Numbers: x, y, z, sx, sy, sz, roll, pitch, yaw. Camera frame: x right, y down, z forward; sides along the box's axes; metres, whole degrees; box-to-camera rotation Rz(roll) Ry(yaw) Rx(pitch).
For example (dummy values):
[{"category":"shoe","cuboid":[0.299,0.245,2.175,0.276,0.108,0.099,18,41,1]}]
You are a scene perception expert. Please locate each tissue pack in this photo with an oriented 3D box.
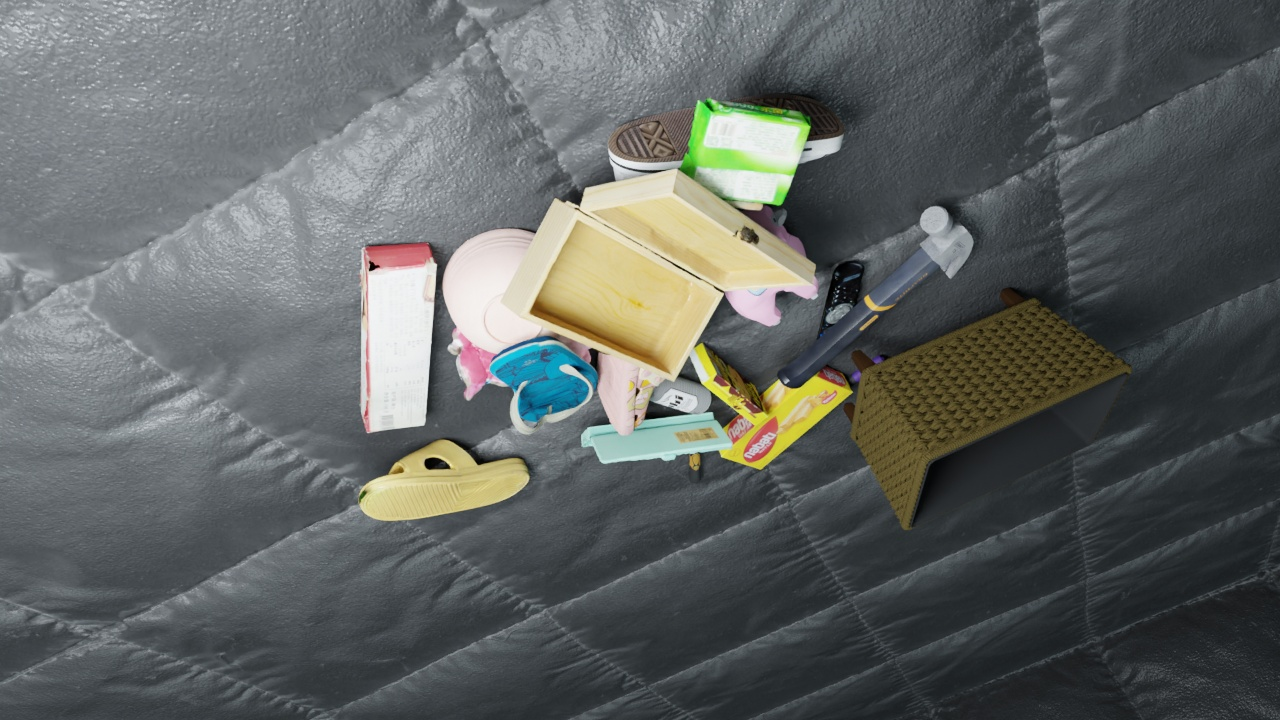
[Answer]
[{"category":"tissue pack","cuboid":[0.099,-0.197,0.880,0.114,0.034,0.100,3,132,-16]}]

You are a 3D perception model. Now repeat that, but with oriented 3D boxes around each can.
[{"category":"can","cuboid":[0.047,0.043,1.261,0.106,0.044,0.044,19,128,-36]}]

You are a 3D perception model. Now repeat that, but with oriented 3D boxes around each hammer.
[{"category":"hammer","cuboid":[0.302,-0.070,1.214,0.313,0.035,0.139,-44,146,22]}]

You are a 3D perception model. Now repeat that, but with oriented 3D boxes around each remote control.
[{"category":"remote control","cuboid":[0.265,-0.076,1.227,0.045,0.021,0.141,-18,145,-13]}]

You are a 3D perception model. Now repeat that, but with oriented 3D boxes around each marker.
[{"category":"marker","cuboid":[0.310,0.036,1.373,0.134,0.015,0.018,-39,105,23]}]

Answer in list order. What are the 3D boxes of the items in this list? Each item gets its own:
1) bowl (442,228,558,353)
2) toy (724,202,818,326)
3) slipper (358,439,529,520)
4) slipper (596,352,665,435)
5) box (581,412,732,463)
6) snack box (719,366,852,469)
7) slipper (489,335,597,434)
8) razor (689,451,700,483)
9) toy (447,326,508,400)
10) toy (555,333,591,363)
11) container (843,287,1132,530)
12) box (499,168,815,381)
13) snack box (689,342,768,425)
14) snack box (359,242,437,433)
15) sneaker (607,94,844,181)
[{"category":"bowl","cuboid":[-0.143,-0.063,1.018,0.153,0.076,0.153,-5,126,-7]},{"category":"toy","cuboid":[0.147,-0.117,1.102,0.123,0.067,0.157,-35,134,20]},{"category":"slipper","cuboid":[-0.270,0.158,1.250,0.262,0.078,0.100,0,139,-46]},{"category":"slipper","cuboid":[-0.007,0.007,1.173,0.081,0.093,0.198,-15,135,-20]},{"category":"box","cuboid":[0.019,0.105,1.275,0.186,0.055,0.138,-6,-177,-16]},{"category":"snack box","cuboid":[0.210,0.082,1.367,0.092,0.042,0.201,21,126,-38]},{"category":"slipper","cuboid":[-0.107,0.040,1.111,0.118,0.060,0.295,-25,164,-2]},{"category":"razor","cuboid":[0.084,0.149,1.415,0.044,0.021,0.144,-13,142,-6]},{"category":"toy","cuboid":[-0.199,-0.007,1.112,0.065,0.050,0.102,-22,115,-19]},{"category":"toy","cuboid":[-0.104,-0.020,1.135,0.108,0.041,0.096,3,123,-29]},{"category":"container","cuboid":[0.453,0.052,1.266,0.320,0.205,0.177,-22,141,-12]},{"category":"box","cuboid":[0.020,-0.096,0.980,0.253,0.118,0.247,-30,146,31]},{"category":"snack box","cuboid":[0.123,0.034,1.265,0.026,0.061,0.149,-35,138,17]},{"category":"snack box","cuboid":[-0.285,-0.020,1.064,0.076,0.044,0.274,-7,140,-22]},{"category":"sneaker","cuboid":[0.090,-0.204,0.961,0.245,0.091,0.097,-14,141,-8]}]
